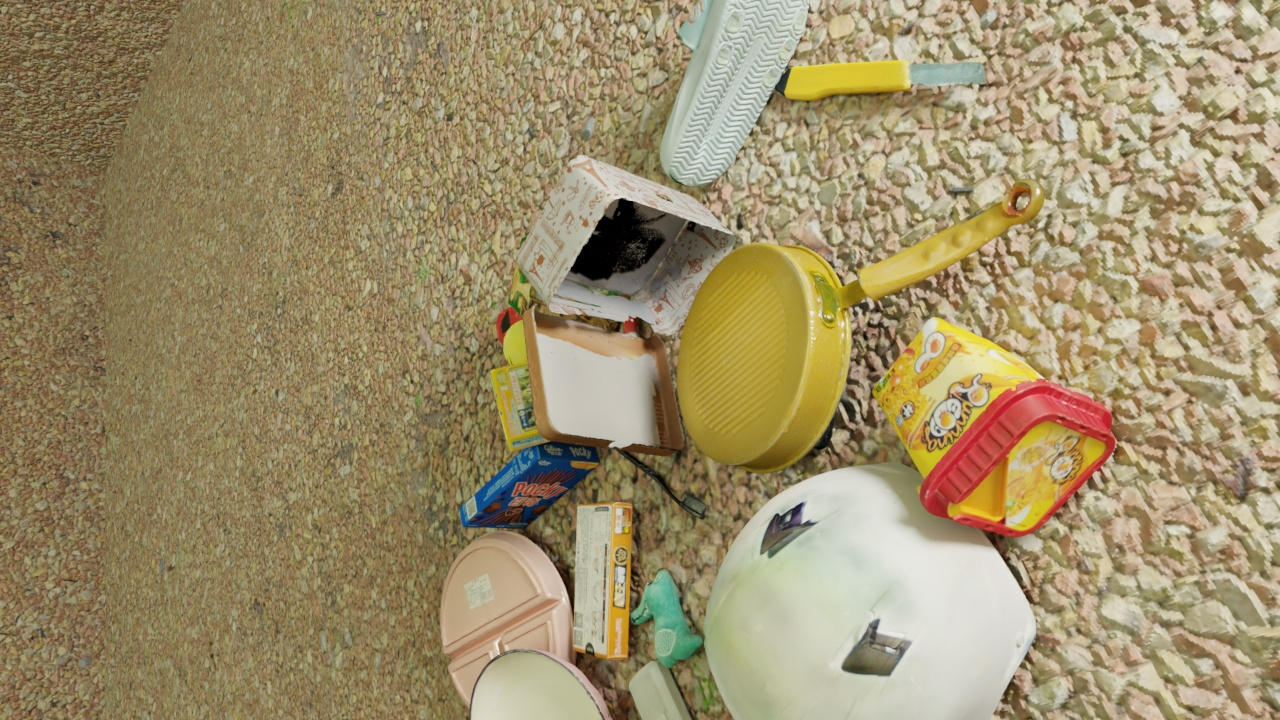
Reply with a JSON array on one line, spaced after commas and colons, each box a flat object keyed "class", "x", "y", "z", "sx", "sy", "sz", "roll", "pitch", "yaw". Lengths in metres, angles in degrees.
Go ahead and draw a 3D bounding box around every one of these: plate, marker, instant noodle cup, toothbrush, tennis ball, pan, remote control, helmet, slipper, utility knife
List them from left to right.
[{"class": "plate", "x": -0.159, "y": 0.309, "z": 1.043, "sx": 0.230, "sy": 0.028, "sz": 0.229, "roll": -2, "pitch": 87, "yaw": 44}, {"class": "tennis ball", "x": -0.127, "y": -0.016, "z": 1.067, "sx": 0.066, "sy": 0.065, "sz": 0.065, "roll": -12, "pitch": 73, "yaw": 45}, {"class": "plate", "x": -0.094, "y": 0.386, "z": 0.943, "sx": 0.193, "sy": 0.039, "sz": 0.192, "roll": 4, "pitch": 97, "yaw": 34}, {"class": "marker", "x": -0.006, "y": 0.006, "z": 0.953, "sx": 0.017, "sy": 0.017, "sz": 0.145, "roll": -32, "pitch": 51, "yaw": 39}, {"class": "toothbrush", "x": 0.006, "y": 0.110, "z": 0.937, "sx": 0.189, "sy": 0.014, "sz": 0.017, "roll": 34, "pitch": 99, "yaw": 46}, {"class": "remote control", "x": 0.027, "y": 0.345, "z": 0.858, "sx": 0.049, "sy": 0.024, "sz": 0.125, "roll": -52, "pitch": 50, "yaw": 27}, {"class": "slipper", "x": 0.080, "y": -0.287, "z": 0.878, "sx": 0.074, "sy": 0.104, "sz": 0.246, "roll": 46, "pitch": 122, "yaw": 44}, {"class": "helmet", "x": 0.137, "y": 0.201, "z": 0.679, "sx": 0.259, "sy": 0.145, "sz": 0.229, "roll": -55, "pitch": 47, "yaw": 25}, {"class": "pan", "x": 0.152, "y": -0.038, "z": 0.731, "sx": 0.359, "sy": 0.078, "sz": 0.197, "roll": -43, "pitch": 47, "yaw": 48}, {"class": "utility knife", "x": 0.202, "y": -0.242, "z": 0.794, "sx": 0.223, "sy": 0.015, "sz": 0.033, "roll": 18, "pitch": 95, "yaw": 50}, {"class": "instant noodle cup", "x": 0.236, "y": 0.041, "z": 0.639, "sx": 0.116, "sy": 0.116, "sz": 0.123, "roll": -57, "pitch": 35, "yaw": 24}]

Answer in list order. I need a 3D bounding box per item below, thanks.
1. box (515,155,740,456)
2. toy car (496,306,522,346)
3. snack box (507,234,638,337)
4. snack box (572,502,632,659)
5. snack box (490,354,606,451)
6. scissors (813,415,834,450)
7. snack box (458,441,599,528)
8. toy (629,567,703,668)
[{"class": "box", "x": -0.023, "y": -0.048, "z": 0.879, "sx": 0.136, "sy": 0.179, "sz": 0.269, "roll": 11, "pitch": 89, "yaw": 46}, {"class": "toy car", "x": -0.139, "y": -0.055, "z": 1.115, "sx": 0.107, "sy": 0.031, "sz": 0.049, "roll": -30, "pitch": 62, "yaw": 38}, {"class": "snack box", "x": -0.086, "y": -0.091, "z": 1.014, "sx": 0.106, "sy": 0.118, "sz": 0.117, "roll": 18, "pitch": 96, "yaw": 58}, {"class": "snack box", "x": -0.040, "y": 0.224, "z": 0.945, "sx": 0.075, "sy": 0.026, "sz": 0.153, "roll": -14, "pitch": 71, "yaw": 56}, {"class": "snack box", "x": -0.080, "y": 0.035, "z": 0.963, "sx": 0.034, "sy": 0.140, "sz": 0.086, "roll": 95, "pitch": 158, "yaw": -58}, {"class": "scissors", "x": 0.134, "y": 0.003, "z": 0.821, "sx": 0.165, "sy": 0.014, "sz": 0.164, "roll": -53, "pitch": 48, "yaw": 24}, {"class": "snack box", "x": -0.125, "y": 0.140, "z": 1.019, "sx": 0.158, "sy": 0.084, "sz": 0.026, "roll": -43, "pitch": 53, "yaw": 33}, {"class": "toy", "x": 0.022, "y": 0.249, "z": 0.881, "sx": 0.097, "sy": 0.030, "sz": 0.091, "roll": -47, "pitch": 46, "yaw": 40}]
